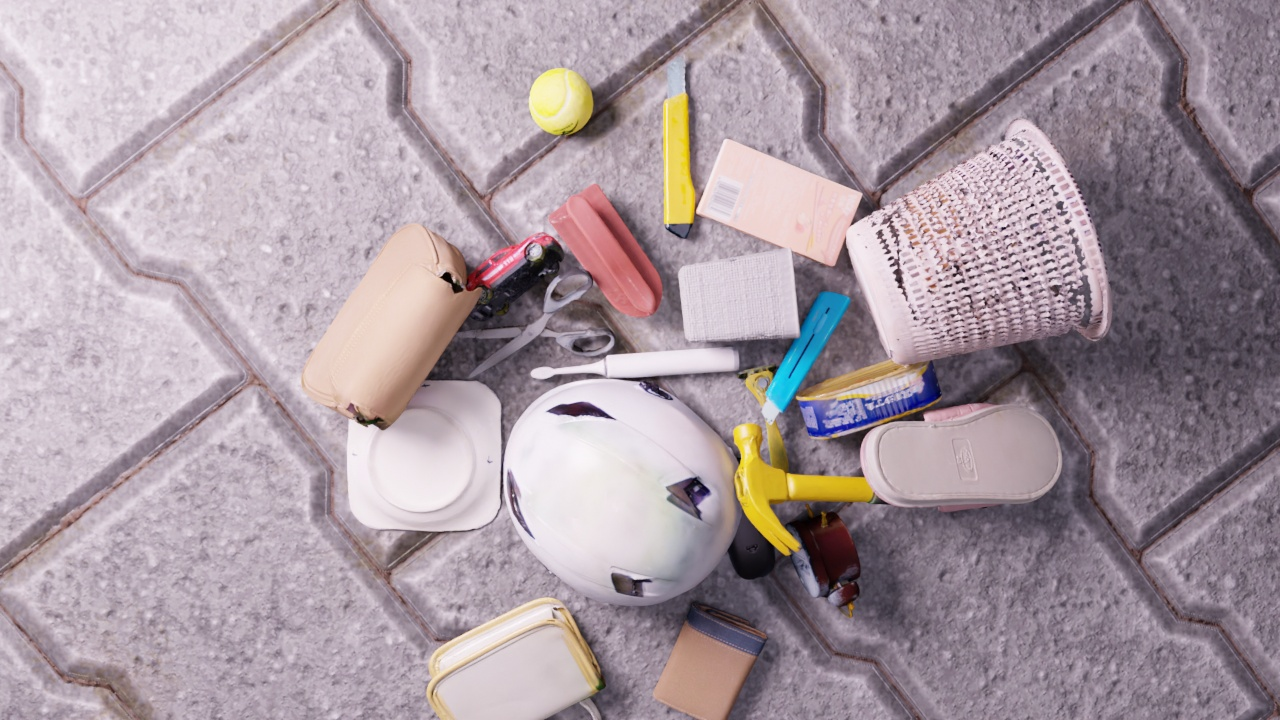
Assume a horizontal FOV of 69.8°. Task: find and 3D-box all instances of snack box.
[{"bbox_3d":[0.146,-0.166,0.970,0.157,0.026,0.084,21,92,-4],"label":"snack box"}]

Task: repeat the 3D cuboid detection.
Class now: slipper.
[{"bbox_3d":[0.330,0.102,0.947,0.273,0.055,0.114,-3,73,-30],"label":"slipper"}]

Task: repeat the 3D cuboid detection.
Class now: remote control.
[{"bbox_3d":[0.113,0.173,0.992,0.053,0.024,0.136,-14,94,-2],"label":"remote control"}]

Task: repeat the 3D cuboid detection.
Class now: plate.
[{"bbox_3d":[-0.230,0.103,0.967,0.163,0.034,0.164,0,95,-3],"label":"plate"}]

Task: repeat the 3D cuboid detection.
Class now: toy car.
[{"bbox_3d":[-0.135,-0.090,0.949,0.120,0.053,0.045,-35,70,4],"label":"toy car"}]

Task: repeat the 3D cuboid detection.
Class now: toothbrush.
[{"bbox_3d":[-0.006,0.006,0.974,0.221,0.026,0.027,-4,92,-3],"label":"toothbrush"}]

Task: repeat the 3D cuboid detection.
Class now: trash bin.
[{"bbox_3d":[0.317,-0.095,0.904,0.192,0.227,0.227,-20,94,11],"label":"trash bin"}]

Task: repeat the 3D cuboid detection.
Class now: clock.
[{"bbox_3d":[0.196,0.215,0.971,0.055,0.082,0.122,-19,91,-8],"label":"clock"}]

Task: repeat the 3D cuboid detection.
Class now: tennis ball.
[{"bbox_3d":[-0.081,-0.263,0.934,0.065,0.065,0.065,0,94,-3],"label":"tennis ball"}]

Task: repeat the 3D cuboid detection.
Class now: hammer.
[{"bbox_3d":[0.236,0.135,0.948,0.300,0.033,0.128,4,65,-20],"label":"hammer"}]

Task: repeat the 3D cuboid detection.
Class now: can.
[{"bbox_3d":[0.241,0.037,0.965,0.148,0.074,0.049,-19,97,-2],"label":"can"}]

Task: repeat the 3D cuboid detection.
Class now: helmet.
[{"bbox_3d":[-0.025,0.137,0.916,0.258,0.146,0.229,33,94,0],"label":"helmet"}]

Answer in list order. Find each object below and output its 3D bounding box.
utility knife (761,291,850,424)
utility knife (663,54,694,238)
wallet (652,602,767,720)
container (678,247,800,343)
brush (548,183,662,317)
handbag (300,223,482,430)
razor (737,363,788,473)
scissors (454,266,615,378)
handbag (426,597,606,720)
[{"bbox_3d":[0.171,-0.004,0.973,0.034,0.018,0.161,30,81,1],"label":"utility knife"},{"bbox_3d":[0.040,-0.224,0.967,0.033,0.015,0.192,-1,93,-6],"label":"utility knife"},{"bbox_3d":[0.075,0.331,0.998,0.090,0.033,0.115,23,93,-1],"label":"wallet"},{"bbox_3d":[0.101,-0.063,0.940,0.114,0.090,0.090,-6,92,9],"label":"container"},{"bbox_3d":[-0.029,-0.106,0.945,0.063,0.069,0.146,-35,95,1],"label":"brush"},{"bbox_3d":[-0.240,-0.029,0.907,0.099,0.148,0.204,33,94,-36],"label":"handbag"},{"bbox_3d":[0.140,0.071,0.988,0.043,0.028,0.132,-14,96,-5],"label":"razor"},{"bbox_3d":[-0.108,-0.032,0.959,0.159,0.014,0.179,26,114,-19],"label":"scissors"},{"bbox_3d":[-0.122,0.357,0.983,0.163,0.063,0.179,-27,109,-1],"label":"handbag"}]
